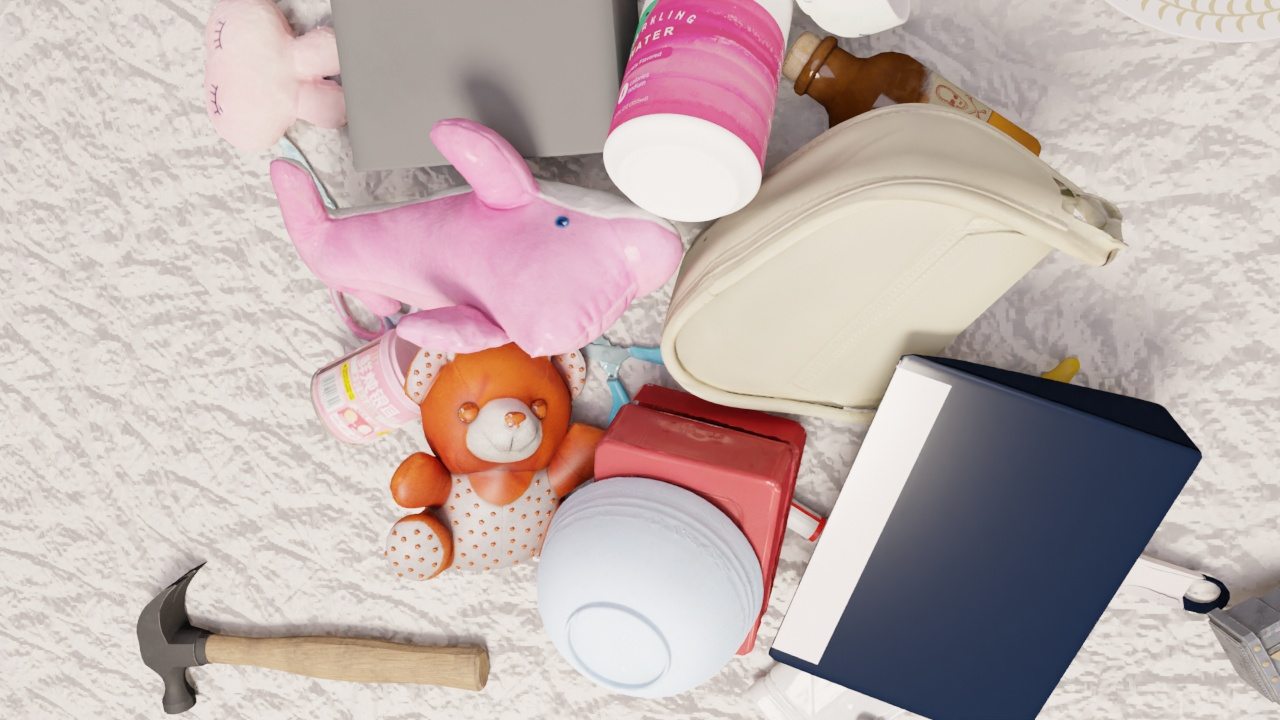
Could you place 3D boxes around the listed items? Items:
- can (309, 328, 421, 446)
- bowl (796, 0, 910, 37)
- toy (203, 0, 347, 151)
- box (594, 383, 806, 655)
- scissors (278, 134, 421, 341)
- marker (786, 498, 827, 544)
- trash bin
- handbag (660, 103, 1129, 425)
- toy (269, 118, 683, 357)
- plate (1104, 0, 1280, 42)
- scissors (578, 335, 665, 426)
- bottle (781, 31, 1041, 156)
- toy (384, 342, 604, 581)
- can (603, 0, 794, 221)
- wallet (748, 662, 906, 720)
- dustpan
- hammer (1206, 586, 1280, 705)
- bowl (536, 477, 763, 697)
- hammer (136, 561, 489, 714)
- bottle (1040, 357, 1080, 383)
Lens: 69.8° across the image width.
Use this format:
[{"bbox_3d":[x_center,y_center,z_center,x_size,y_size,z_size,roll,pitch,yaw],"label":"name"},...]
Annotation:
[{"bbox_3d":[-0.192,0.020,0.677,0.076,0.067,0.067,-24,96,17],"label":"can"},{"bbox_3d":[0.115,-0.238,0.531,0.054,0.104,0.105,-12,100,31],"label":"bowl"},{"bbox_3d":[-0.257,-0.202,0.652,0.105,0.053,0.108,2,102,-3],"label":"toy"},{"bbox_3d":[0.039,0.106,0.628,0.129,0.086,0.159,12,120,13],"label":"box"},{"bbox_3d":[-0.224,-0.097,0.687,0.077,0.017,0.174,-29,92,21],"label":"scissors"},{"bbox_3d":[0.089,0.097,0.657,0.145,0.019,0.019,32,107,4],"label":"marker"},{"bbox_3d":[-0.098,-0.239,0.582,0.192,0.097,0.220,-2,104,13],"label":"trash bin"},{"bbox_3d":[0.134,-0.062,0.553,0.184,0.131,0.230,25,142,-10],"label":"handbag"},{"bbox_3d":[-0.108,-0.053,0.572,0.266,0.127,0.187,4,148,16],"label":"toy"},{"bbox_3d":[0.346,-0.303,0.507,0.243,0.016,0.243,3,103,12],"label":"plate"},{"bbox_3d":[-0.003,0.003,0.660,0.126,0.015,0.136,-27,98,18],"label":"scissors"},{"bbox_3d":[0.158,-0.146,0.560,0.157,0.067,0.068,34,107,3],"label":"bottle"},{"bbox_3d":[-0.099,0.069,0.648,0.163,0.093,0.172,-2,105,-19],"label":"toy"},{"bbox_3d":[0.037,-0.168,0.533,0.088,0.088,0.165,8,65,11],"label":"can"},{"bbox_3d":[0.145,0.241,0.671,0.086,0.032,0.116,43,108,2],"label":"wallet"},{"bbox_3d":[0.252,0.127,0.588,0.273,0.080,0.237,19,115,5],"label":"dustpan"},{"bbox_3d":[0.491,0.275,0.594,0.098,0.044,0.322,-32,99,6],"label":"hammer"},{"bbox_3d":[-0.004,0.156,0.574,0.151,0.074,0.151,9,121,16],"label":"bowl"},{"bbox_3d":[-0.275,0.242,0.766,0.306,0.040,0.132,0,106,12],"label":"hammer"},{"bbox_3d":[0.232,0.055,0.598,0.051,0.051,0.146,38,108,2],"label":"bottle"}]
